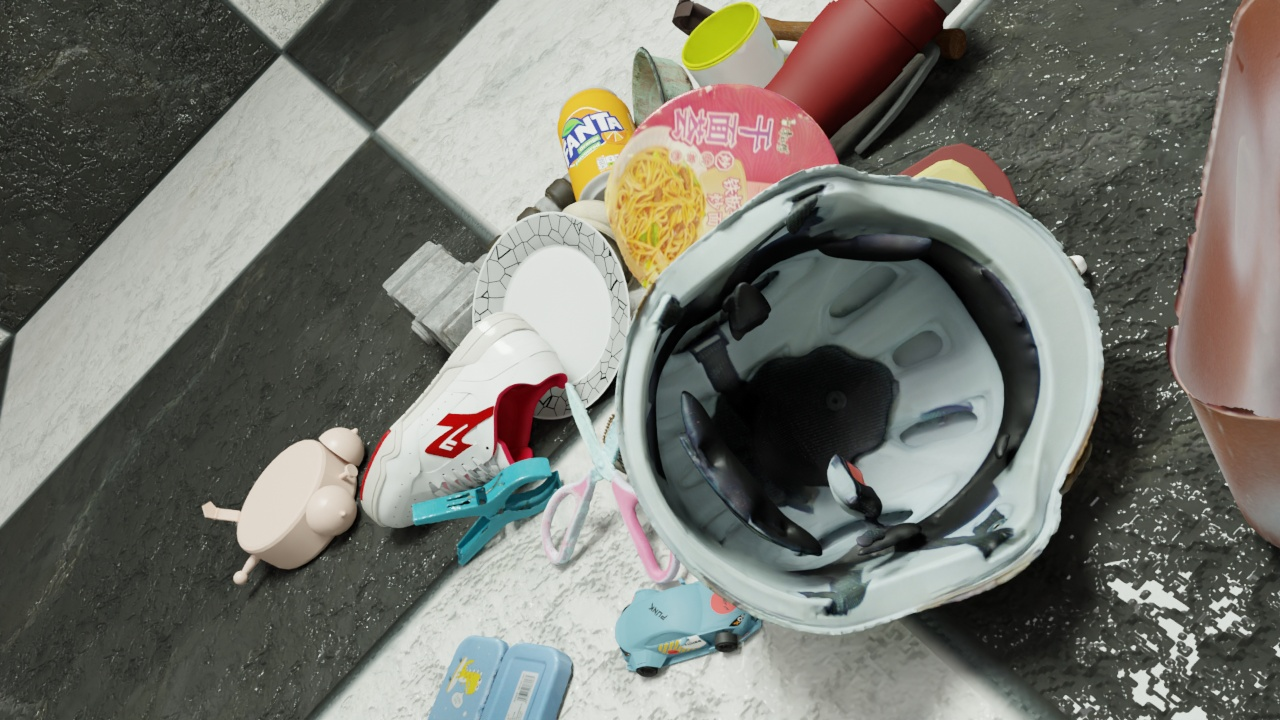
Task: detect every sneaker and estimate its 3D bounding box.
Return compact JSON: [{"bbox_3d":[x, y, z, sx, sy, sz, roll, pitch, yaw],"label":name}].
[{"bbox_3d":[-0.152,0.078,0.823,0.104,0.090,0.237,43,99,23],"label":"sneaker"}]

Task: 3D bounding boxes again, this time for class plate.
[{"bbox_3d":[-0.082,-0.041,0.845,0.189,0.016,0.188,1,92,35],"label":"plate"}]

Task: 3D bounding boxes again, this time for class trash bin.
[{"bbox_3d":[0.357,-0.043,0.394,0.182,0.157,0.259,0,56,43],"label":"trash bin"}]

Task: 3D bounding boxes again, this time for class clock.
[{"bbox_3d":[-0.027,-0.113,0.869,0.141,0.093,0.054,-4,47,31],"label":"clock"},{"bbox_3d":[-0.367,0.144,0.963,0.161,0.086,0.130,-25,42,15],"label":"clock"}]

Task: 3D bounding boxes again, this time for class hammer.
[{"bbox_3d":[-0.122,-0.141,0.997,0.326,0.079,0.177,-46,38,-9],"label":"hammer"},{"bbox_3d":[0.159,-0.317,0.884,0.323,0.115,0.033,24,96,42],"label":"hammer"}]

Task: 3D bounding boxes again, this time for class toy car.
[{"bbox_3d":[0.027,0.170,0.612,0.108,0.027,0.060,-25,43,25],"label":"toy car"}]

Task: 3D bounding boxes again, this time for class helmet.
[{"bbox_3d":[0.115,0.022,0.536,0.264,0.236,0.164,-33,-4,-6],"label":"helmet"}]

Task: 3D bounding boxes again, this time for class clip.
[{"bbox_3d":[-0.118,0.129,0.778,0.120,0.104,0.027,-31,43,8],"label":"clip"}]

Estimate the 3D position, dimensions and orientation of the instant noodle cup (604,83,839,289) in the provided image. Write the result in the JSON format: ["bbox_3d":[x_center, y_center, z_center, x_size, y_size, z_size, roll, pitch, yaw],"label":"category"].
[{"bbox_3d":[0.071,-0.124,0.734,0.179,0.178,0.077,-36,-1,13],"label":"instant noodle cup"}]

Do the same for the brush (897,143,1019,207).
[{"bbox_3d":[0.178,-0.081,0.647,0.174,0.082,0.041,-31,-3,18],"label":"brush"}]

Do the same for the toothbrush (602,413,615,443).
[{"bbox_3d":[-0.005,0.005,0.800,0.016,0.016,0.166,-8,51,36],"label":"toothbrush"}]

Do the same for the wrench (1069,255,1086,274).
[{"bbox_3d":[0.167,-0.010,0.633,0.274,0.018,0.066,-25,7,20],"label":"wrench"}]

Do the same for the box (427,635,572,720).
[{"bbox_3d":[-0.128,0.299,0.648,0.126,0.021,0.208,-5,53,39],"label":"box"}]

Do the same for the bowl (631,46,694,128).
[{"bbox_3d":[0.028,-0.223,0.888,0.038,0.158,0.157,-11,40,-8],"label":"bowl"}]

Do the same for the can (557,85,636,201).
[{"bbox_3d":[-0.036,-0.206,0.923,0.079,0.079,0.142,-31,52,19],"label":"can"}]

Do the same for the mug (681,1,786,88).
[{"bbox_3d":[0.100,-0.271,0.873,0.083,0.106,0.082,-24,43,25],"label":"mug"}]

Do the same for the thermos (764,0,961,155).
[{"bbox_3d":[0.177,-0.240,0.774,0.199,0.108,0.083,-47,-5,24],"label":"thermos"}]

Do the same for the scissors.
[{"bbox_3d":[-0.033,0.099,0.690,0.174,0.013,0.170,-42,66,37],"label":"scissors"}]

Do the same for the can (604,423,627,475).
[{"bbox_3d":[0.034,0.076,0.669,0.136,0.054,0.054,18,70,49],"label":"can"}]
